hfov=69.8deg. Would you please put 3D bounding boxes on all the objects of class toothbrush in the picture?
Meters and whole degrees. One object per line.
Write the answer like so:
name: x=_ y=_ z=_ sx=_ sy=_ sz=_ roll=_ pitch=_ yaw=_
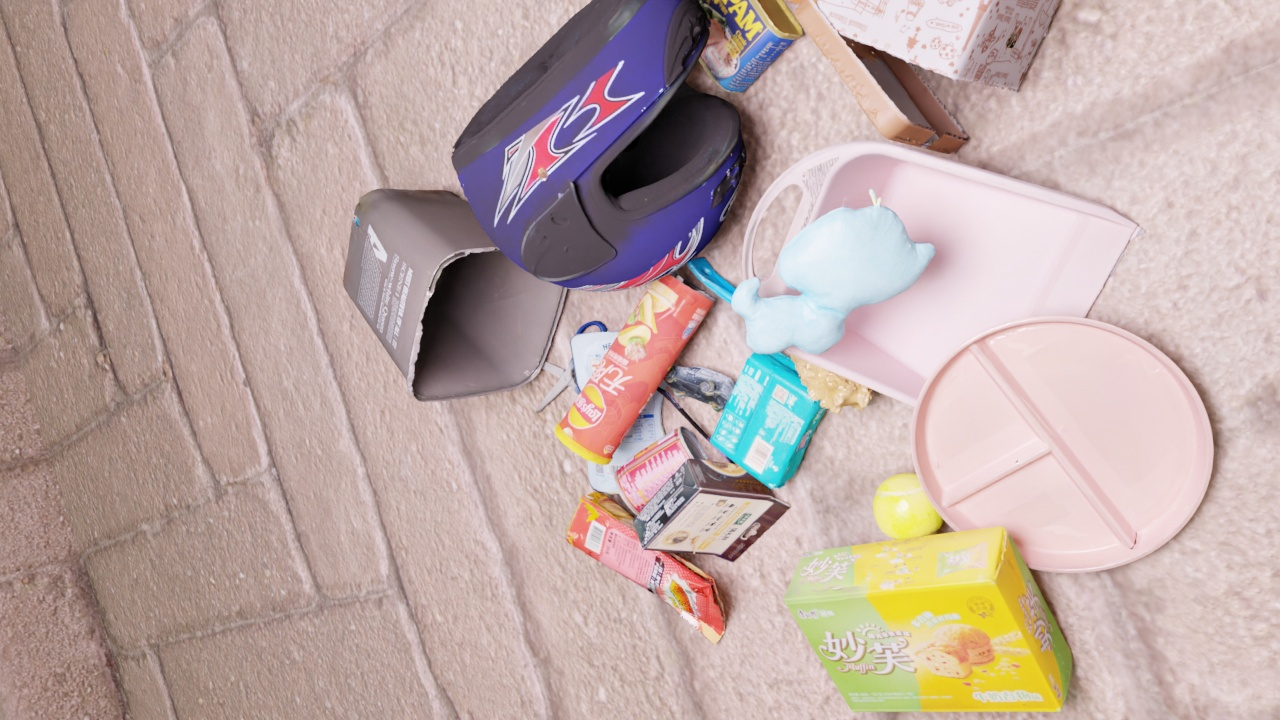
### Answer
toothbrush: x=0.044 y=0.051 z=1.018 sx=0.189 sy=0.014 sz=0.017 roll=45 pitch=95 yaw=6

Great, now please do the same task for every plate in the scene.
plate: x=0.347 y=0.071 z=0.773 sx=0.230 sy=0.028 sz=0.230 roll=9 pitch=111 yaw=24

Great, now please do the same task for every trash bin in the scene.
trash bin: x=-0.237 y=-0.093 z=1.110 sx=0.220 sy=0.198 sz=0.199 roll=39 pitch=121 yaw=34

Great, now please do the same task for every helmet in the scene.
helmet: x=-0.018 y=-0.196 z=0.881 sx=0.240 sy=0.246 sz=0.316 roll=41 pitch=140 yaw=-23

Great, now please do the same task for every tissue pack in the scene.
tissue pack: x=0.135 y=0.057 z=0.944 sx=0.093 sy=0.050 sz=0.134 roll=36 pitch=119 yaw=28

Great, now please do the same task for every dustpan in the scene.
dustpan: x=0.232 y=-0.063 z=0.786 sx=0.273 sy=0.138 sz=0.223 roll=31 pitch=117 yaw=29

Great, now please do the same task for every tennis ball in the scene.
tennis ball: x=0.252 y=0.139 z=0.863 sx=0.066 sy=0.065 sz=0.065 roll=9 pitch=106 yaw=36

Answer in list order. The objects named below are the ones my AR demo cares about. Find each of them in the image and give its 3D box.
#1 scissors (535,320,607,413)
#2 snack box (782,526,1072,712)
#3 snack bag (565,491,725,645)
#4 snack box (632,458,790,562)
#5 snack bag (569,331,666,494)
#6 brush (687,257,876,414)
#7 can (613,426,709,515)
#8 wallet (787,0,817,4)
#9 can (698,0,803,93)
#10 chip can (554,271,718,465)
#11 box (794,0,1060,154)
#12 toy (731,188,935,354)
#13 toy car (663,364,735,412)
scissors: x=-0.081 y=0.018 z=1.127 sx=0.175 sy=0.012 sz=0.163 roll=36 pitch=121 yaw=27
snack box: x=0.261 y=0.245 z=0.846 sx=0.211 sy=0.069 sz=0.158 roll=-18 pitch=112 yaw=38
snack bag: x=0.011 y=0.237 z=1.064 sx=0.208 sy=0.073 sz=0.129 roll=31 pitch=147 yaw=27
snack box: x=0.075 y=0.164 z=0.988 sx=0.113 sy=0.125 sz=0.053 roll=-52 pitch=43 yaw=33
snack bag: x=-0.020 y=0.060 z=1.064 sx=0.110 sy=0.038 sz=0.191 roll=-1 pitch=101 yaw=23
brush: x=0.137 y=-0.032 z=0.917 sx=0.254 sy=0.083 sz=0.046 roll=42 pitch=132 yaw=32
can: x=0.025 y=0.124 z=1.016 sx=0.094 sy=0.066 sz=0.066 roll=-34 pitch=78 yaw=13
wallet: x=0.188 y=-0.376 z=0.819 sx=0.108 sy=0.031 sz=0.132 roll=33 pitch=120 yaw=29
can: x=0.093 y=-0.323 z=0.887 sx=0.083 sy=0.057 sz=0.102 roll=-40 pitch=75 yaw=38
chip can: x=-0.006 y=0.006 z=0.982 sx=0.073 sy=0.073 sz=0.217 roll=36 pitch=97 yaw=26
box: x=0.214 y=-0.246 z=0.732 sx=0.146 sy=0.180 sz=0.148 roll=32 pitch=118 yaw=28
toy: x=0.159 y=-0.069 z=0.765 sx=0.161 sy=0.049 sz=0.156 roll=2 pitch=127 yaw=-2
toy car: x=0.063 y=0.026 z=0.999 sx=0.091 sy=0.043 sz=0.034 roll=17 pitch=69 yaw=38
